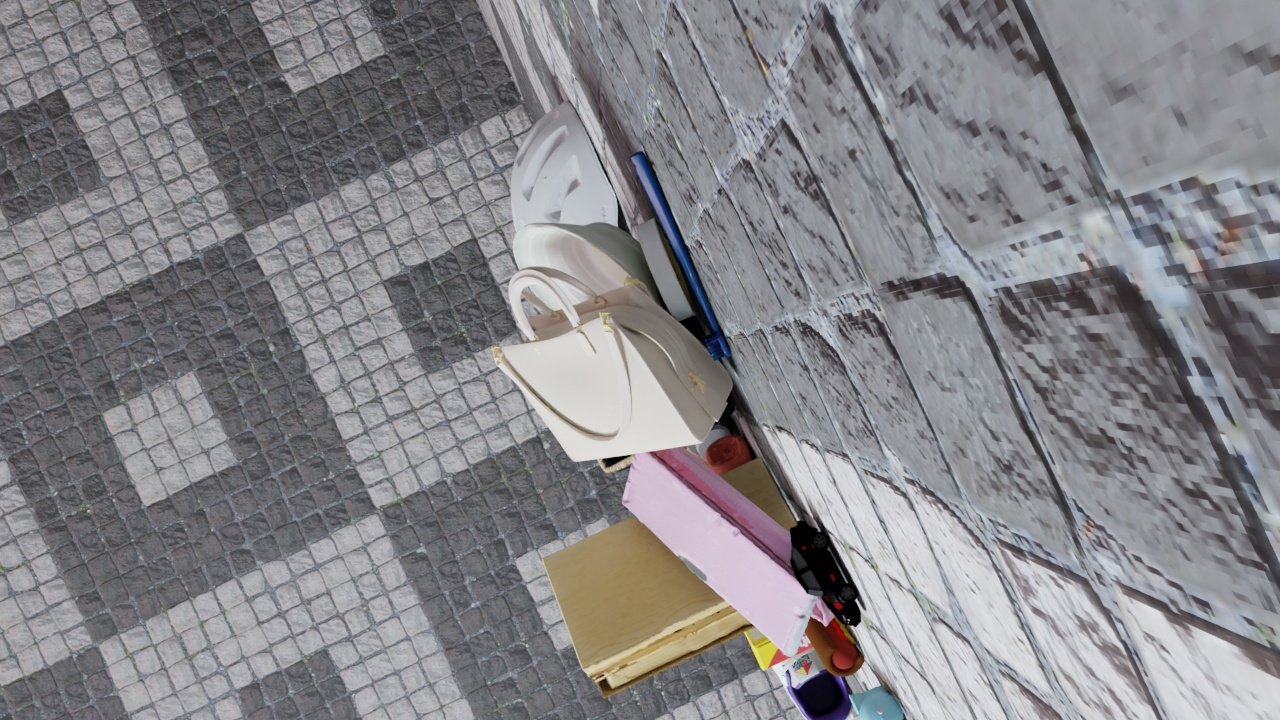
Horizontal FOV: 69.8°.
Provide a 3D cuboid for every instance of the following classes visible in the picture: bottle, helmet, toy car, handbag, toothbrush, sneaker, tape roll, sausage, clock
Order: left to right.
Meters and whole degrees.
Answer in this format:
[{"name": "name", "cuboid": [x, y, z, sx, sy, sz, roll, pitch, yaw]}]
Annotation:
[{"name": "helmet", "cuboid": [-0.088, -0.219, 1.291, 0.224, 0.183, 0.283, -123, 27, -47]}, {"name": "handbag", "cuboid": [-0.047, -0.007, 0.826, 0.195, 0.101, 0.198, -14, 125, 45]}, {"name": "tape roll", "cuboid": [0.023, -0.081, 0.820, 0.094, 0.019, 0.094, -21, -91, -82]}, {"name": "toothbrush", "cuboid": [0.033, -0.083, 0.765, 0.016, 0.017, 0.190, -124, 9, -72]}, {"name": "bottle", "cuboid": [0.076, 0.078, 1.091, 0.108, 0.060, 0.060, -118, 3, -66]}, {"name": "bottle", "cuboid": [0.118, 0.151, 1.028, 0.071, 0.048, 0.134, -99, -14, -61]}, {"name": "sneaker", "cuboid": [0.199, 0.374, 1.199, 0.244, 0.092, 0.111, 61, 177, 9]}, {"name": "sausage", "cuboid": [0.182, 0.264, 0.924, 0.155, 0.040, 0.040, -121, 6, -77]}, {"name": "toy car", "cuboid": [0.144, 0.172, 0.731, 0.042, 0.036, 0.091, 68, 177, -68]}, {"name": "clock", "cuboid": [0.211, 0.323, 0.783, 0.123, 0.042, 0.087, 59, -174, -88]}]

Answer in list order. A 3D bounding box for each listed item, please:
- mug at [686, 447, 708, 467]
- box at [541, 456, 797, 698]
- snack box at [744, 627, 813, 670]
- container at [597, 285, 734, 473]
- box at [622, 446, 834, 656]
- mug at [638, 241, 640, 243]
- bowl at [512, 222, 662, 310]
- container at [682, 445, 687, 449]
[{"name": "mug", "cuboid": [0.105, 0.150, 1.134, 0.111, 0.085, 0.104, 34, -157, -24]}, {"name": "box", "cuboid": [0.051, 0.234, 0.940, 0.141, 0.248, 0.179, -116, 1, -53]}, {"name": "snack box", "cuboid": [0.148, 0.266, 1.081, 0.200, 0.092, 0.042, -118, 4, -64]}, {"name": "container", "cuboid": [-0.006, 0.006, 0.969, 0.071, 0.146, 0.187, -8, -110, -60]}, {"name": "box", "cuboid": [0.071, 0.164, 0.841, 0.232, 0.080, 0.099, 38, 164, 32]}, {"name": "mug", "cuboid": [-0.005, -0.077, 1.113, 0.119, 0.083, 0.096, 49, 172, 23]}, {"name": "bowl", "cuboid": [-0.035, -0.081, 0.878, 0.177, 0.057, 0.177, 30, 154, 16]}, {"name": "container", "cuboid": [0.089, 0.122, 1.304, 0.063, 0.061, 0.114, 66, 178, -51]}]
